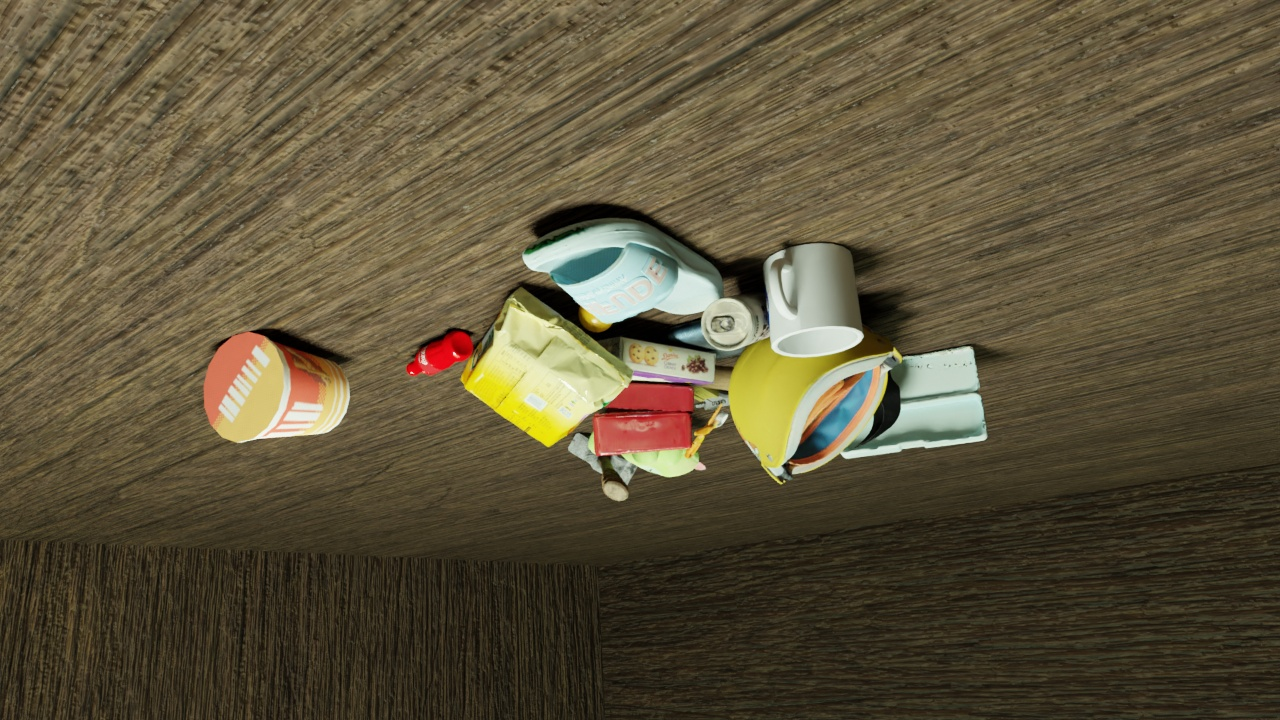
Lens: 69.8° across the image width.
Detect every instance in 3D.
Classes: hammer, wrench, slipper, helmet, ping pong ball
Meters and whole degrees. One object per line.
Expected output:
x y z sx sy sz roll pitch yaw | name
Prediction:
-0.052 0.178 1.470 0.121 0.049 0.319 30 180 -7 | hammer
0.097 0.044 1.335 0.084 0.018 0.273 -15 163 17 | wrench
-0.003 -0.075 0.884 0.104 0.074 0.245 -18 159 36 | slipper
0.194 0.029 1.101 0.209 0.139 0.240 -46 156 1 | helmet
-0.048 -0.051 1.002 0.040 0.040 0.040 -3 162 -1 | ping pong ball
0.198 0.038 1.222 0.305 0.132 0.040 7 159 -11 | hammer

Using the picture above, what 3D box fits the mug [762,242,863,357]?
0.166 -0.063 0.924 0.091 0.090 0.121 -17 158 35 | mug

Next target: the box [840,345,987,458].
0.369 0.060 1.271 0.197 0.134 0.041 -11 153 22 | box

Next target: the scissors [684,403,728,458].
0.106 0.104 1.416 0.127 0.011 0.126 -35 159 -44 | scissors

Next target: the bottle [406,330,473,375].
-0.249 -0.004 1.114 0.036 0.036 0.119 12 157 -41 | bottle

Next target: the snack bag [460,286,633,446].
-0.118 0.021 1.056 0.159 0.068 0.248 35 153 -7 | snack bag

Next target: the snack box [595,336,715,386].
-0.007 0.007 1.141 0.143 0.040 0.148 9 170 -35 | snack box

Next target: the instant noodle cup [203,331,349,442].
-0.425 0.037 1.092 0.124 0.123 0.121 -12 168 23 | instant noodle cup

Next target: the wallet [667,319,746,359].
0.099 -0.027 1.129 0.089 0.026 0.115 -13 160 33 | wallet

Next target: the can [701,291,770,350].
0.109 -0.043 0.966 0.054 0.054 0.135 -11 -178 22 | can

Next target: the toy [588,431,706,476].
0.014 0.130 1.483 0.150 0.107 0.196 10 178 25 | toy

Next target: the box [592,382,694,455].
0.004 0.078 1.183 0.129 0.092 0.157 -2 173 1 | box
